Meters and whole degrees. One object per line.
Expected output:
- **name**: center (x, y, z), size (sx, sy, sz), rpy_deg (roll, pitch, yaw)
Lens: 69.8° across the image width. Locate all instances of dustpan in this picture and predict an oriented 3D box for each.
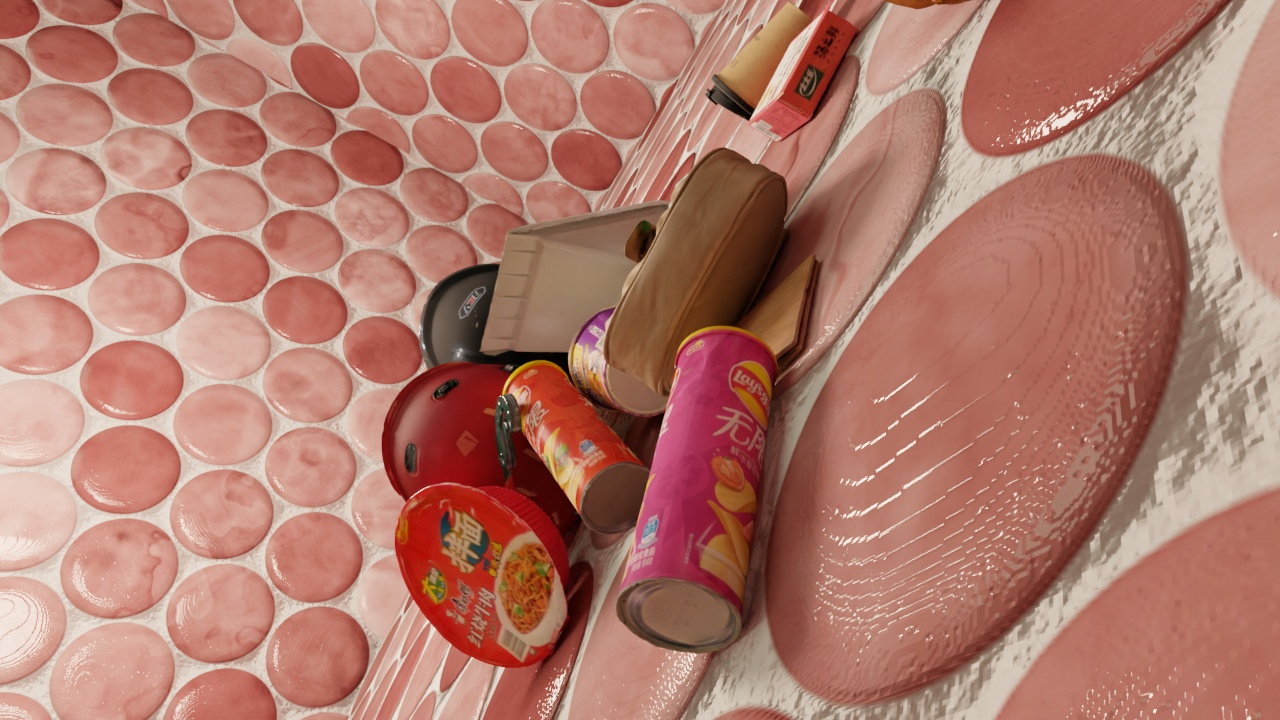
- **dustpan**: center (-0.057, -0.115, 1.160), size (0.223, 0.257, 0.142), rpy_deg (114, 157, -48)

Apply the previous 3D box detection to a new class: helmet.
- **helmet**: center (-0.144, 0.109, 0.988), size (0.144, 0.240, 0.206), rpy_deg (11, 71, 47)
- **helmet**: center (-0.177, -0.010, 1.312), size (0.230, 0.275, 0.233), rpy_deg (12, 61, 51)

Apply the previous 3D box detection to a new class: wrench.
- **wrench**: center (-0.124, 0.159, 0.907), size (0.056, 0.016, 0.274), rpy_deg (-143, 48, -59)

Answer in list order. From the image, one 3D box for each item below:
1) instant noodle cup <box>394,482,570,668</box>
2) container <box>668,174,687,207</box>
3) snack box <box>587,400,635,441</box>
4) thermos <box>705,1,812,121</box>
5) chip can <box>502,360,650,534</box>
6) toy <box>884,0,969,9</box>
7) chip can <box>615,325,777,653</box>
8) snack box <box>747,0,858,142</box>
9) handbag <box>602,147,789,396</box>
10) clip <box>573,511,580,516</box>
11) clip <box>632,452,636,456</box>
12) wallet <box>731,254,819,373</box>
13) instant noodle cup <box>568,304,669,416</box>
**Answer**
- **instant noodle cup**: center (-0.137, 0.191, 0.864), size (0.194, 0.194, 0.065), rpy_deg (-55, -12, 33)
- **container**: center (0.065, -0.114, 0.889), size (0.111, 0.090, 0.090), rpy_deg (-68, 13, -13)
- **snack box**: center (-0.018, 0.011, 0.995), size (0.027, 0.084, 0.156), rpy_deg (13, 70, 33)
- **thermos**: center (0.153, -0.353, 1.105), size (0.143, 0.093, 0.093), rpy_deg (-50, 13, 19)
- **chip can**: center (-0.062, 0.074, 0.838), size (0.073, 0.073, 0.216), rpy_deg (-60, 34, 10)
- **toy**: center (0.208, -0.303, 0.628), size (0.140, 0.130, 0.199), rpy_deg (-52, 22, 17)
- **chip can**: center (0.040, 0.070, 0.564), size (0.072, 0.071, 0.210), rpy_deg (-53, 14, 41)
- **snack box**: center (0.174, -0.303, 0.974), size (0.113, 0.044, 0.127), rpy_deg (-62, 9, -4)
- **handbag**: center (0.046, -0.074, 0.773), size (0.204, 0.100, 0.147), rpy_deg (-60, -21, 5)
- **clip**: center (-0.048, 0.152, 0.916), size (0.058, 0.026, 0.038), rpy_deg (-11, 62, 67)
- **clip**: center (-0.026, 0.115, 0.917), size (0.103, 0.092, 0.034), rpy_deg (68, -141, -55)
- **wallet**: center (0.092, -0.015, 0.690), size (0.116, 0.020, 0.101), rpy_deg (-46, 17, 46)
- **instant noodle cup**: center (-0.005, 0.005, 0.892), size (0.111, 0.111, 0.099), rpy_deg (-61, 20, 0)
